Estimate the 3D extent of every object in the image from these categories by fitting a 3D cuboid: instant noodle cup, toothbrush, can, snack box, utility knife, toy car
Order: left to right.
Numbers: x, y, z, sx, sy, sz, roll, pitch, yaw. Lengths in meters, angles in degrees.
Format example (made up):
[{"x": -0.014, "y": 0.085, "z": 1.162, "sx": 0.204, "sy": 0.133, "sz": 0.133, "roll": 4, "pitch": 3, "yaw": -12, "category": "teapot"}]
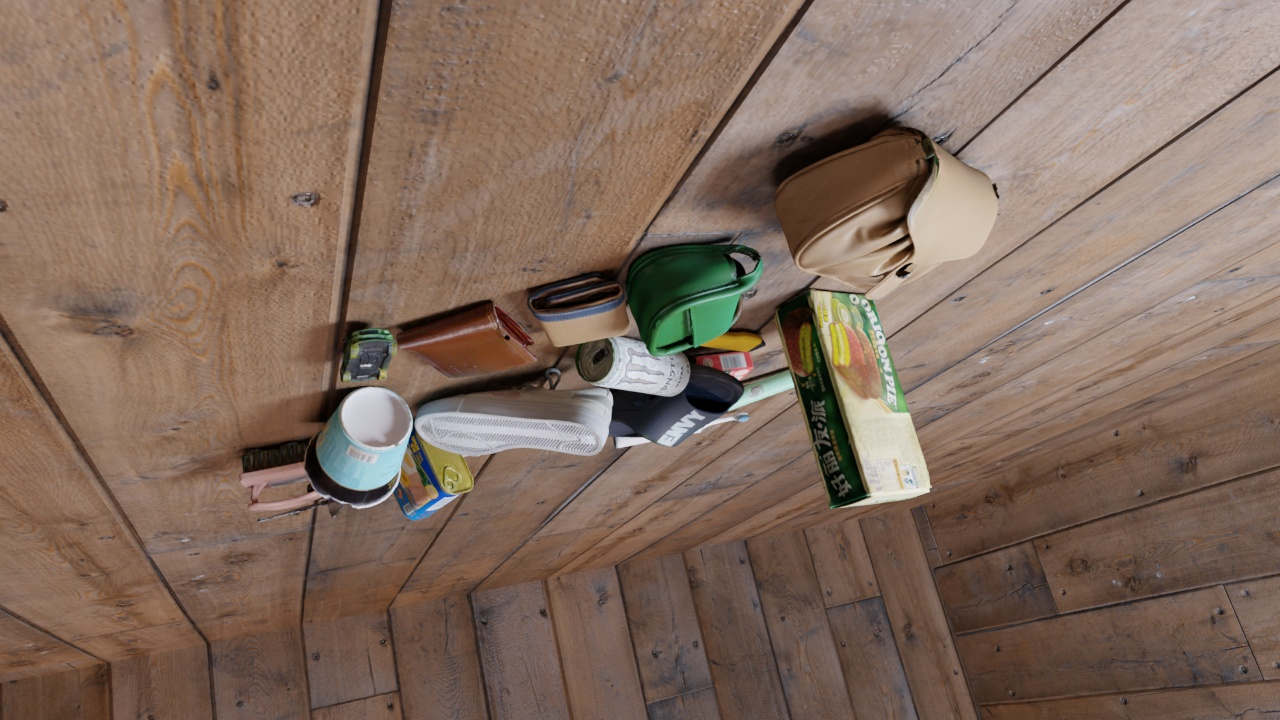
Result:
[{"x": -0.305, "y": 0.089, "z": 1.015, "sx": 0.111, "sy": 0.111, "sz": 0.121, "roll": -2, "pitch": 150, "yaw": -32, "category": "instant noodle cup"}, {"x": -0.257, "y": -0.006, "z": 0.857, "sx": 0.043, "sy": 0.036, "sz": 0.091, "roll": -2, "pitch": 160, "yaw": -28, "category": "toy car"}, {"x": -0.268, "y": 0.137, "z": 1.144, "sx": 0.083, "sy": 0.102, "sz": 0.057, "roll": -34, "pitch": 166, "yaw": 27, "category": "can"}, {"x": -0.006, "y": 0.006, "z": 1.037, "sx": 0.058, "sy": 0.058, "sz": 0.146, "roll": -26, "pitch": 158, "yaw": 32, "category": "can"}, {"x": 0.065, "y": 0.105, "z": 1.428, "sx": 0.221, "sy": 0.027, "sz": 0.026, "roll": -9, "pitch": -157, "yaw": -13, "category": "toothbrush"}, {"x": 0.084, "y": 0.030, "z": 1.220, "sx": 0.077, "sy": 0.027, "sz": 0.156, "roll": -6, "pitch": 160, "yaw": -20, "category": "snack box"}, {"x": 0.095, "y": -0.027, "z": 1.082, "sx": 0.153, "sy": 0.015, "sz": 0.033, "roll": 7, "pitch": 147, "yaw": -45, "category": "utility knife"}, {"x": 0.149, "y": 0.049, "z": 1.304, "sx": 0.225, "sy": 0.026, "sz": 0.027, "roll": -21, "pitch": 171, "yaw": 10, "category": "toothbrush"}, {"x": 0.237, "y": 0.042, "z": 1.028, "sx": 0.114, "sy": 0.240, "sz": 0.063, "roll": 0, "pitch": 158, "yaw": -39, "category": "snack box"}]

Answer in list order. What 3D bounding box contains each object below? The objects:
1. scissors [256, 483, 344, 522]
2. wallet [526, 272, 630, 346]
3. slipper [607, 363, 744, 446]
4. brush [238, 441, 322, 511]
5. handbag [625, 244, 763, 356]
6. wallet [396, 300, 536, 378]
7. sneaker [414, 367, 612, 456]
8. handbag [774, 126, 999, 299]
[{"x": -0.380, "y": 0.168, "z": 1.176, "sx": 0.233, "sy": 0.022, "sz": 0.221, "roll": -12, "pitch": -173, "yaw": -34, "category": "scissors"}, {"x": -0.056, "y": -0.045, "z": 0.895, "sx": 0.090, "sy": 0.033, "sz": 0.115, "roll": -11, "pitch": 163, "yaw": 1, "category": "wallet"}, {"x": 0.026, "y": 0.077, "z": 1.176, "sx": 0.110, "sy": 0.083, "sz": 0.269, "roll": 22, "pitch": 152, "yaw": -35, "category": "slipper"}, {"x": -0.404, "y": 0.136, "z": 1.113, "sx": 0.145, "sy": 0.073, "sz": 0.063, "roll": -11, "pitch": 161, "yaw": -15, "category": "brush"}, {"x": 0.051, "y": -0.062, "z": 0.879, "sx": 0.120, "sy": 0.068, "sz": 0.131, "roll": -18, "pitch": 162, "yaw": -11, "category": "handbag"}, {"x": -0.169, "y": -0.015, "z": 0.905, "sx": 0.101, "sy": 0.032, "sz": 0.124, "roll": -14, "pitch": 161, "yaw": 8, "category": "wallet"}, {"x": -0.147, "y": 0.055, "z": 1.074, "sx": 0.242, "sy": 0.090, "sz": 0.090, "roll": 0, "pitch": 135, "yaw": 17, "category": "sneaker"}, {"x": 0.210, "y": -0.115, "z": 0.770, "sx": 0.148, "sy": 0.099, "sz": 0.204, "roll": -30, "pitch": 159, "yaw": 33, "category": "handbag"}]
